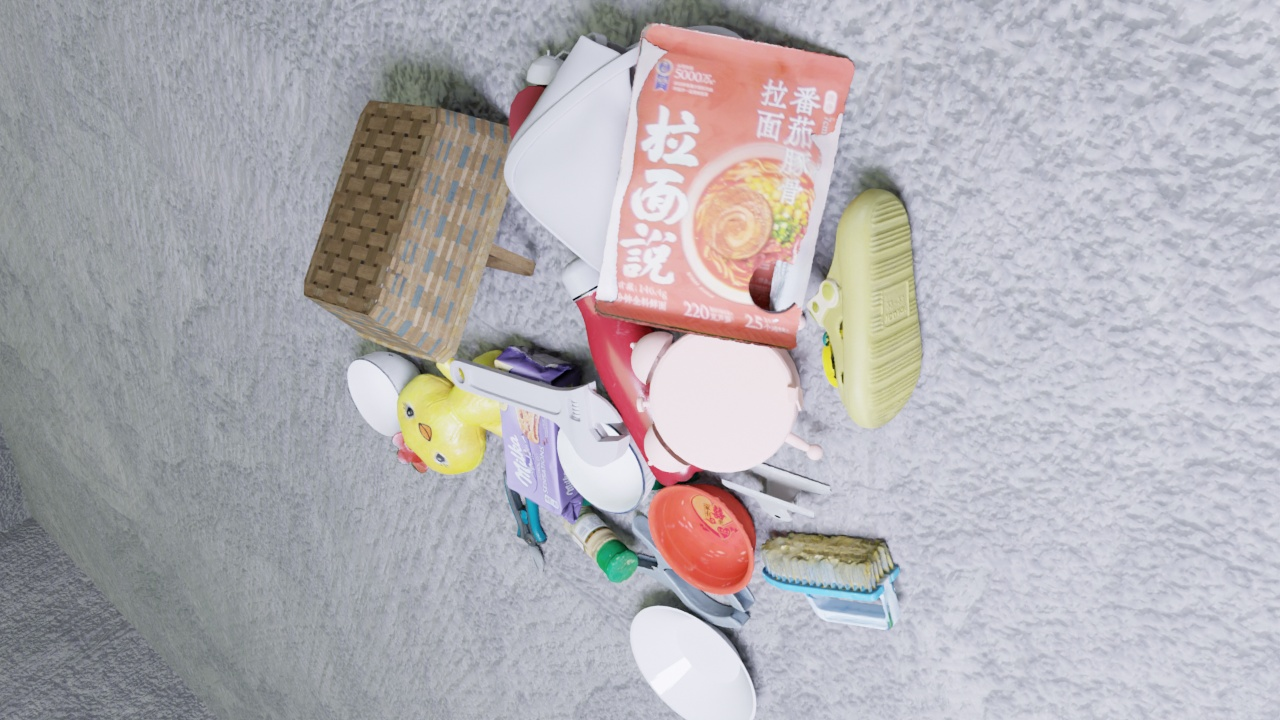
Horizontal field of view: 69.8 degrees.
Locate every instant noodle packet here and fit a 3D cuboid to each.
[{"bbox_3d":[0.063,-0.134,0.713,0.164,0.084,0.221,11,106,0],"label":"instant noodle packet"}]

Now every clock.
[{"bbox_3d":[0.071,0.034,0.813,0.161,0.086,0.131,-6,97,24],"label":"clock"},{"bbox_3d":[-0.074,-0.224,0.847,0.087,0.044,0.125,42,135,14],"label":"clock"}]

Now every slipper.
[{"bbox_3d":[0.166,-0.039,0.716,0.082,0.091,0.191,11,118,40],"label":"slipper"}]

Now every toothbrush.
[{"bbox_3d":[-0.006,0.142,1.025,0.190,0.017,0.016,-20,83,44],"label":"toothbrush"}]

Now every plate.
[{"bbox_3d":[0.068,0.349,1.066,0.174,0.036,0.174,21,127,31],"label":"plate"}]

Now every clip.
[{"bbox_3d":[0.054,0.226,1.015,0.163,0.027,0.106,23,126,29],"label":"clip"},{"bbox_3d":[0.134,0.129,0.890,0.102,0.054,0.057,17,90,34],"label":"clip"}]

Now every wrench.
[{"bbox_3d":[-0.116,0.048,0.979,0.274,0.018,0.087,13,117,41],"label":"wrench"}]

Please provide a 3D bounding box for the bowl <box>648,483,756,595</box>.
[{"bbox_3d":[0.073,0.177,0.954,0.131,0.045,0.131,21,127,31],"label":"bowl"}]

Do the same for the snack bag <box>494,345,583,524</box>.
[{"bbox_3d":[-0.109,0.083,1.046,0.096,0.058,0.206,20,125,34],"label":"snack bag"}]

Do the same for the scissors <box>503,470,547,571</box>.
[{"bbox_3d":[-0.143,0.205,1.180,0.131,0.019,0.150,48,135,10],"label":"scissors"}]

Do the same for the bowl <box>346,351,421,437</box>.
[{"bbox_3d":[-0.326,0.038,1.208,0.113,0.063,0.114,21,126,32],"label":"bowl"}]

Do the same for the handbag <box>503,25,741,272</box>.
[{"bbox_3d":[0.017,-0.176,0.766,0.216,0.095,0.223,41,120,-13],"label":"handbag"}]

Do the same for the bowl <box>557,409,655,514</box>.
[{"bbox_3d":[-0.025,0.098,0.981,0.118,0.062,0.118,21,126,31],"label":"bowl"}]

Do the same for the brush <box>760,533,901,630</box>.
[{"bbox_3d":[0.176,0.210,0.876,0.136,0.055,0.075,-4,106,43],"label":"brush"}]

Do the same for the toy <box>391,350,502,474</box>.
[{"bbox_3d":[-0.221,0.064,1.120,0.208,0.092,0.134,-34,91,36],"label":"toy"}]

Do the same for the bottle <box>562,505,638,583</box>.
[{"bbox_3d":[-0.048,0.210,1.062,0.111,0.043,0.043,37,136,46],"label":"bottle"}]

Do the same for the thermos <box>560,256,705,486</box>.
[{"bbox_3d":[-0.005,0.005,0.901,0.073,0.073,0.240,-24,97,46],"label":"thermos"}]

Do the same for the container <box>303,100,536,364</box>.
[{"bbox_3d":[-0.206,-0.127,0.940,0.158,0.186,0.250,16,87,34],"label":"container"}]
